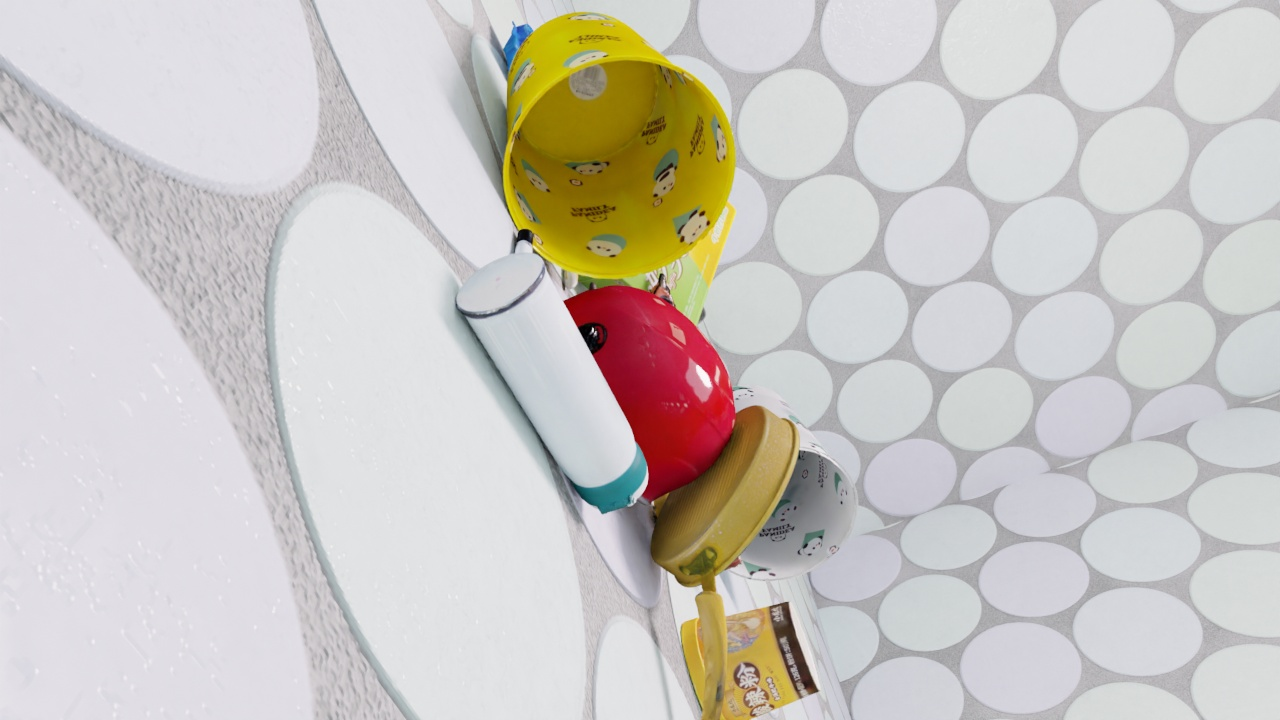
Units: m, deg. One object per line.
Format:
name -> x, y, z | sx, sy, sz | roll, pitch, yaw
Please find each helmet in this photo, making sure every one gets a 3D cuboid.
helmet -> 0.012, 0.017, 0.922 | 0.207, 0.144, 0.239 | 50, 19, -60

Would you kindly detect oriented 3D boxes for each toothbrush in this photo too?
toothbrush -> -0.084, -0.129, 1.088 | 0.018, 0.016, 0.191 | 52, 15, -27

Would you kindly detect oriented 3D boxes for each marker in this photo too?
marker -> -0.106, -0.087, 0.830 | 0.130, 0.018, 0.023 | -98, 174, -59

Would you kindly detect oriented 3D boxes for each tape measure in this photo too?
tape measure -> 0.032, 0.177, 1.028 | 0.057, 0.029, 0.060 | -14, 83, -81

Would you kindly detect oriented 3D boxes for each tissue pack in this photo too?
tissue pack -> -0.136, -0.360, 1.201 | 0.094, 0.052, 0.157 | -105, 170, -48

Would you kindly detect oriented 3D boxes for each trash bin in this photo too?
trash bin -> -0.042, -0.249, 0.988 | 0.255, 0.230, 0.230 | -109, 173, -53
trash bin -> 0.185, 0.173, 1.420 | 0.251, 0.229, 0.230 | -106, 172, -65

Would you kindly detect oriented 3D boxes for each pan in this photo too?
pan -> 0.073, 0.191, 0.864 | 0.078, 0.198, 0.356 | 35, 42, -9

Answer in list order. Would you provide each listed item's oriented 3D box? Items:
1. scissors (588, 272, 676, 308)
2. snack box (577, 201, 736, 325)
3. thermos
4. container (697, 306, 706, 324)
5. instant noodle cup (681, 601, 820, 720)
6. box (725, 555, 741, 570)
scissors -> -0.002, -0.001, 1.073 | 0.188, 0.015, 0.226 | 22, 79, -35
snack box -> 0.025, -0.150, 1.160 | 0.157, 0.070, 0.209 | 38, 60, -34
thermos -> -0.057, 0.025, 0.694 | 0.073, 0.073, 0.224 | -100, 167, -53
container -> 0.023, -0.096, 1.368 | 0.114, 0.090, 0.090 | 46, -11, 44
instant noodle cup -> 0.116, 0.310, 0.944 | 0.118, 0.114, 0.118 | -19, 89, -82
box -> 0.092, 0.204, 1.181 | 0.168, 0.080, 0.091 | -64, 134, -80
